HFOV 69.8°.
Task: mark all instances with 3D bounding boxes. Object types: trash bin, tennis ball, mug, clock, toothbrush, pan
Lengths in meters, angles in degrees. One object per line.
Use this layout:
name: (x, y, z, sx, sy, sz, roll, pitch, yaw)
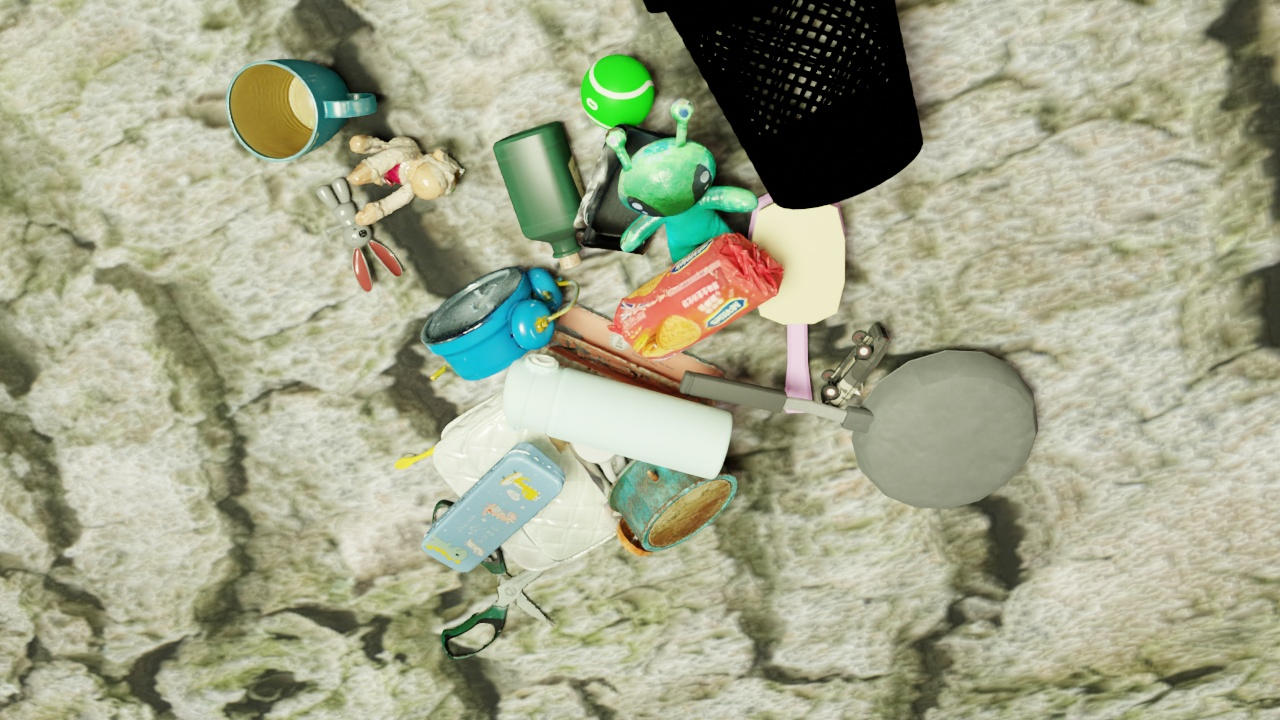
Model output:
trash bin: (0.131, -0.242, 0.735, 0.196, 0.195, 0.200, -21, 117, 15)
tennis ball: (-0.020, -0.236, 0.810, 0.065, 0.065, 0.065, 3, 112, 6)
mug: (-0.034, 0.079, 0.925, 0.071, 0.089, 0.107, -11, 110, 11)
clock: (-0.132, -0.040, 0.878, 0.162, 0.116, 0.060, -21, 118, 19)
toothbrush: (-0.205, 0.091, 0.993, 0.135, 0.016, 0.021, -21, 106, 10)
clock: (0.026, 0.140, 0.931, 0.073, 0.121, 0.158, 51, 143, 31)
mug: (-0.295, -0.230, 0.828, 0.112, 0.104, 0.084, 1, 112, 5)
pan: (0.211, 0.058, 0.871, 0.357, 0.041, 0.179, 12, 120, -9)

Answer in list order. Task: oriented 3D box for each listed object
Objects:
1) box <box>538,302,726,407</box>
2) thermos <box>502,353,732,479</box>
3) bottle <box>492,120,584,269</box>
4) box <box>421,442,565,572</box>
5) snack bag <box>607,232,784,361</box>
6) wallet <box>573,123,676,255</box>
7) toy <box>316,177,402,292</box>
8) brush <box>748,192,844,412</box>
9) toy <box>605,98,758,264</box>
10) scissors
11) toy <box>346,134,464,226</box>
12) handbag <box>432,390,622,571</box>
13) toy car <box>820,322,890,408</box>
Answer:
box: (-0.006, 0.006, 0.914, 0.187, 0.085, 0.049, 23, 141, -4)
thermos: (-0.023, 0.051, 0.837, 0.207, 0.065, 0.078, 16, 119, -2)
bottle: (-0.085, -0.149, 0.855, 0.061, 0.061, 0.131, -13, 109, 15)
box: (-0.151, 0.154, 0.915, 0.066, 0.037, 0.210, 39, 130, -11)
snack bag: (0.052, -0.059, 0.841, 0.177, 0.082, 0.082, -30, 106, 39)
wallet: (-0.008, -0.155, 0.836, 0.026, 0.089, 0.115, 42, 117, 36)
toy: (-0.281, -0.125, 0.908, 0.049, 0.030, 0.112, -29, 105, -12)
brush: (0.150, -0.049, 0.874, 0.089, 0.043, 0.229, -1, 111, 8)
toy: (0.034, -0.144, 0.811, 0.131, 0.072, 0.193, -17, 147, 14)
scissors: (-0.194, 0.258, 1.059, 0.202, 0.015, 0.202, -38, 101, 20)
toy: (-0.219, -0.170, 0.868, 0.106, 0.074, 0.085, -4, 145, -12)
handbag: (-0.115, 0.127, 0.956, 0.139, 0.072, 0.195, -31, 110, 15)
toy car: (0.210, 0.008, 0.890, 0.037, 0.040, 0.092, 32, 112, -7)
